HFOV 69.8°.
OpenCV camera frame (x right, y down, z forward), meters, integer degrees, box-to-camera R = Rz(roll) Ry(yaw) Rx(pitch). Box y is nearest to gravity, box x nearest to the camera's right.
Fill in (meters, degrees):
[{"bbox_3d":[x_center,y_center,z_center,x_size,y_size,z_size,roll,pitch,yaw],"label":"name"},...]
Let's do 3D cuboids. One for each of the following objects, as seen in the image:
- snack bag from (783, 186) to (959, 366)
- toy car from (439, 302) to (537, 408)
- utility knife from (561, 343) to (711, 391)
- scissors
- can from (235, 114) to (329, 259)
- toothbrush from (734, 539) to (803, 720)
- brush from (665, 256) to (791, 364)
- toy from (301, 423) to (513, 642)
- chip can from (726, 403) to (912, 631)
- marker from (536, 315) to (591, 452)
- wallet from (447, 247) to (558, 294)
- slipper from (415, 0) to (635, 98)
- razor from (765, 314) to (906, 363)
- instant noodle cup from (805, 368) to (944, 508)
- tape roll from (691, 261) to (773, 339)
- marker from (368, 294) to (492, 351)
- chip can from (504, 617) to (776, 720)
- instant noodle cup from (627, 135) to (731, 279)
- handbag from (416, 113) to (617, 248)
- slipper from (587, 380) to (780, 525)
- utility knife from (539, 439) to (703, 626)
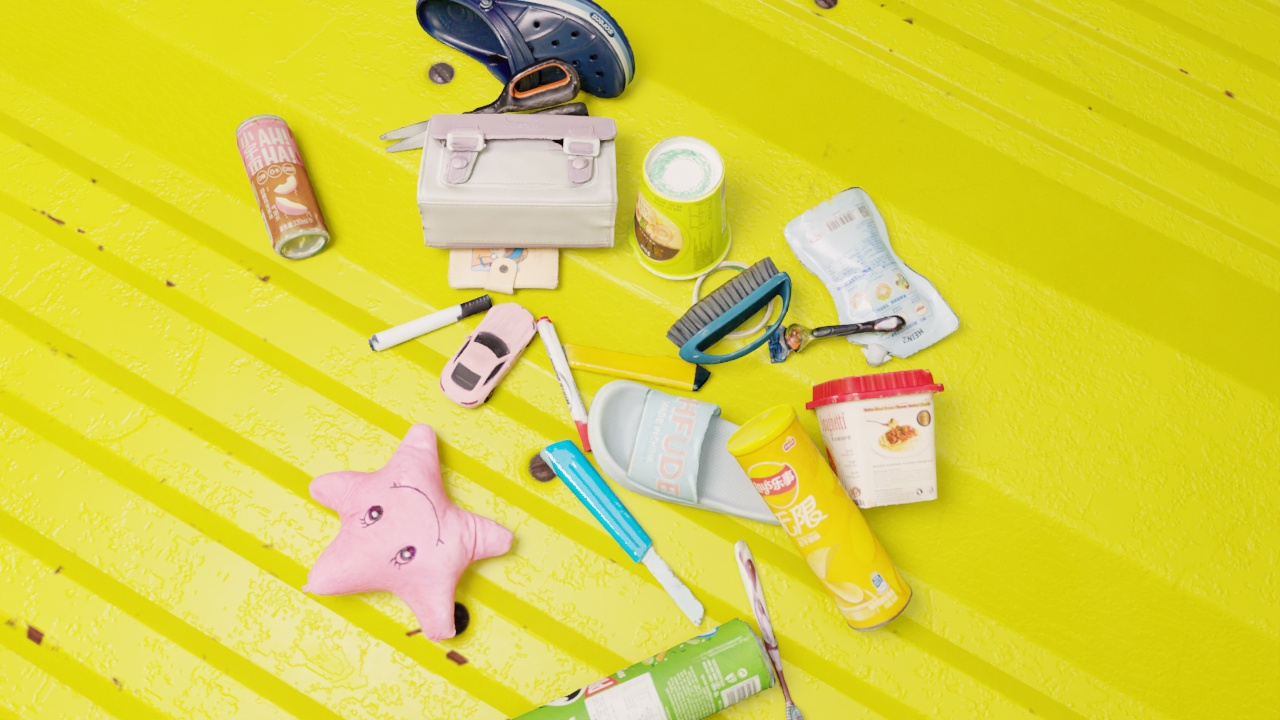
[{"bbox_3d":[0.244,-0.088,0.980,0.110,0.039,0.191,-27,78,-12],"label":"snack bag"},{"bbox_3d":[-0.153,-0.008,0.925,0.056,0.037,0.122,33,71,5],"label":"toy car"},{"bbox_3d":[-0.006,0.006,0.942,0.156,0.015,0.033,11,65,0],"label":"utility knife"},{"bbox_3d":[-0.165,-0.248,1.001,0.235,0.152,0.021,-31,34,16],"label":"scissors"},{"bbox_3d":[-0.372,-0.180,0.953,0.058,0.058,0.147,-21,75,-11],"label":"can"},{"bbox_3d":[0.122,0.261,0.866,0.016,0.017,0.187,-14,74,-10],"label":"toothbrush"},{"bbox_3d":[0.098,-0.042,0.928,0.143,0.055,0.073,-37,78,-15],"label":"brush"},{"bbox_3d":[-0.220,0.168,0.839,0.178,0.075,0.194,-32,76,-23],"label":"toy"},{"bbox_3d":[0.164,0.145,0.844,0.072,0.072,0.213,-36,99,-15],"label":"chip can"},{"bbox_3d":[-0.074,0.023,0.924,0.017,0.017,0.145,-20,79,-11],"label":"marker"},{"bbox_3d":[-0.144,-0.109,0.967,0.115,0.024,0.087,2,67,-5],"label":"wallet"},{"bbox_3d":[-0.131,-0.347,1.001,0.253,0.105,0.095,19,68,3],"label":"slipper"},{"bbox_3d":[0.202,-0.029,0.947,0.143,0.022,0.042,-9,75,10],"label":"razor"},{"bbox_3d":[0.231,0.077,0.893,0.116,0.116,0.124,-6,85,-7],"label":"instant noodle cup"},{"bbox_3d":[0.098,-0.064,0.973,0.086,0.014,0.085,1,72,-4],"label":"tape roll"},{"bbox_3d":[-0.214,-0.039,0.938,0.130,0.022,0.018,-22,108,-12],"label":"marker"},{"bbox_3d":[0.000,0.306,0.813,0.236,0.072,0.072,-21,75,-11],"label":"chip can"},{"bbox_3d":[0.041,-0.161,0.936,0.112,0.124,0.111,0,64,1],"label":"instant noodle cup"},{"bbox_3d":[-0.123,-0.193,0.949,0.197,0.099,0.144,0,52,-5],"label":"handbag"},{"bbox_3d":[0.064,0.093,0.888,0.245,0.074,0.104,20,72,0],"label":"slipper"},{"bbox_3d":[-0.015,0.164,0.886,0.034,0.018,0.225,-38,77,-17],"label":"utility knife"}]
